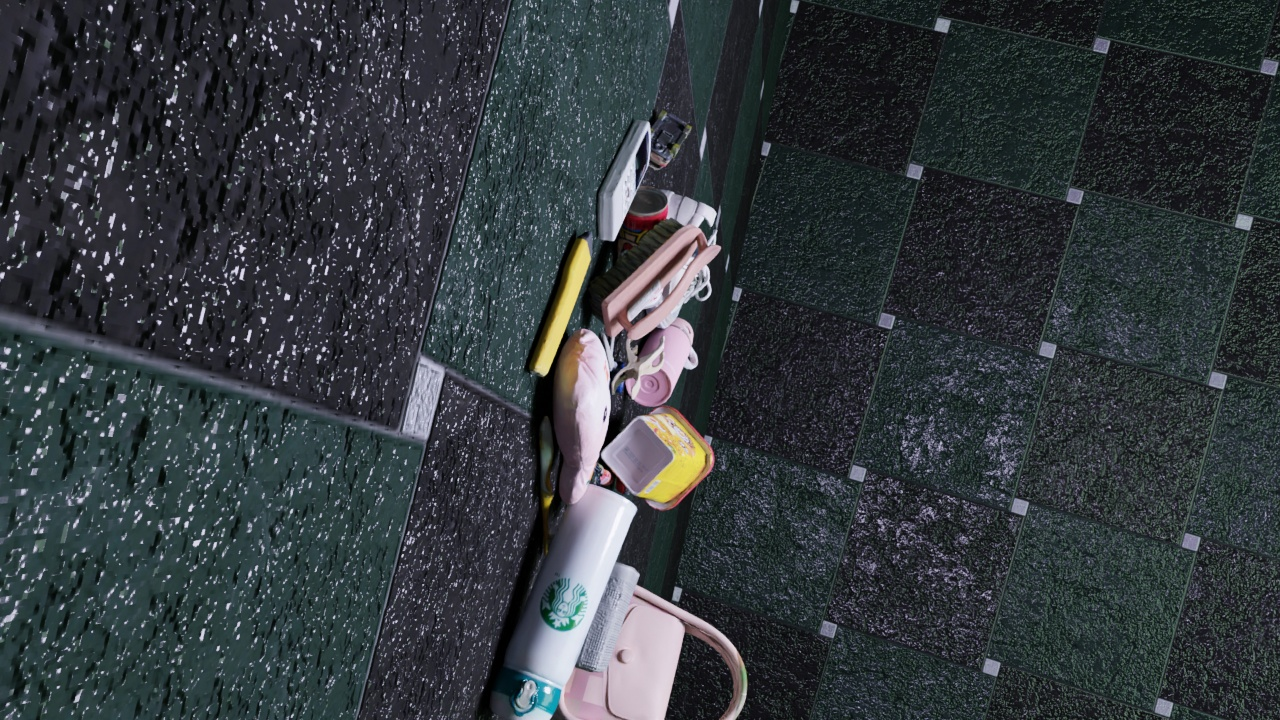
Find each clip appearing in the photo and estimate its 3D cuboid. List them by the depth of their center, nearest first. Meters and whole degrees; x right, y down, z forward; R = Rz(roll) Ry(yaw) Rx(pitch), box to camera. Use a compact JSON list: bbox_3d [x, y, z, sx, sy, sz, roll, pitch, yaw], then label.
[{"bbox_3d":[-0.016,0.002,1.110,0.104,0.084,0.035,-41,146,-35],"label":"clip"}]

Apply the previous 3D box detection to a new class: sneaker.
[{"bbox_3d":[0.058,-0.130,1.247,0.243,0.091,0.089,90,15,-54],"label":"sneaker"}]

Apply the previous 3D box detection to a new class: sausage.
[{"bbox_3d":[-0.050,0.141,1.120,0.156,0.020,0.020,53,49,-78],"label":"sausage"}]

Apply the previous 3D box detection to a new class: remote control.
[{"bbox_3d":[-0.015,-0.186,0.937,0.058,0.021,0.149,92,13,-46],"label":"remote control"}]

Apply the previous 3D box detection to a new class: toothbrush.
[{"bbox_3d":[-0.086,0.125,0.875,0.016,0.018,0.192,-71,168,-50],"label":"toothbrush"}]

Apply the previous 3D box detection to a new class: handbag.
[{"bbox_3d":[0.015,0.390,1.144,0.093,0.234,0.192,92,13,-53],"label":"handbag"}]

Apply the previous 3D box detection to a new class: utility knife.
[{"bbox_3d":[-0.068,-0.051,0.787,0.033,0.015,0.153,77,26,-55],"label":"utility knife"}]

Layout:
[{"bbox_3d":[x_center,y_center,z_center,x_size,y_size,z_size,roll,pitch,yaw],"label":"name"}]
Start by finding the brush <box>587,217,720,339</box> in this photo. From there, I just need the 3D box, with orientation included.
[{"bbox_3d":[0.016,-0.086,0.938,0.145,0.073,0.063,-45,156,-20],"label":"brush"}]

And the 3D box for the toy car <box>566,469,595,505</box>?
[{"bbox_3d":[-0.066,0.116,0.956,0.048,0.032,0.105,-48,137,-73],"label":"toy car"}]

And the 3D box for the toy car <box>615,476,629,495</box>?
[{"bbox_3d":[-0.014,0.139,1.312,0.049,0.031,0.106,91,14,-51],"label":"toy car"}]

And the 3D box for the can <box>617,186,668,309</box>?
[{"bbox_3d":[0.001,-0.122,1.011,0.053,0.053,0.133,-70,168,-44],"label":"can"}]

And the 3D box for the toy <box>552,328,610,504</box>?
[{"bbox_3d":[-0.056,0.052,0.853,0.121,0.054,0.160,-86,-178,-57],"label":"toy"}]

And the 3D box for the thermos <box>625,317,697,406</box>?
[{"bbox_3d":[0.038,0.003,1.319,0.067,0.087,0.198,-35,-170,23],"label":"thermos"}]

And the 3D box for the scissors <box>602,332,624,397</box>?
[{"bbox_3d":[-0.036,0.015,1.086,0.162,0.012,0.175,24,76,-80],"label":"scissors"}]

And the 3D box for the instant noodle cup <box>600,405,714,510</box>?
[{"bbox_3d":[0.016,0.126,1.195,0.116,0.116,0.123,-46,160,10],"label":"instant noodle cup"}]

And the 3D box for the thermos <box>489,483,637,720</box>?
[{"bbox_3d":[-0.074,0.230,0.864,0.073,0.073,0.223,81,29,-65],"label":"thermos"}]

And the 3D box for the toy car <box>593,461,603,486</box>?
[{"bbox_3d":[-0.062,0.159,1.032,0.048,0.031,0.106,-68,164,-49],"label":"toy car"}]

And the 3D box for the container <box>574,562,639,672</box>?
[{"bbox_3d":[-0.062,0.272,0.994,0.090,0.090,0.114,74,31,-70],"label":"container"}]

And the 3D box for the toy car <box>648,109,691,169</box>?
[{"bbox_3d":[0.027,-0.255,1.057,0.035,0.042,0.090,-54,-174,45],"label":"toy car"}]
